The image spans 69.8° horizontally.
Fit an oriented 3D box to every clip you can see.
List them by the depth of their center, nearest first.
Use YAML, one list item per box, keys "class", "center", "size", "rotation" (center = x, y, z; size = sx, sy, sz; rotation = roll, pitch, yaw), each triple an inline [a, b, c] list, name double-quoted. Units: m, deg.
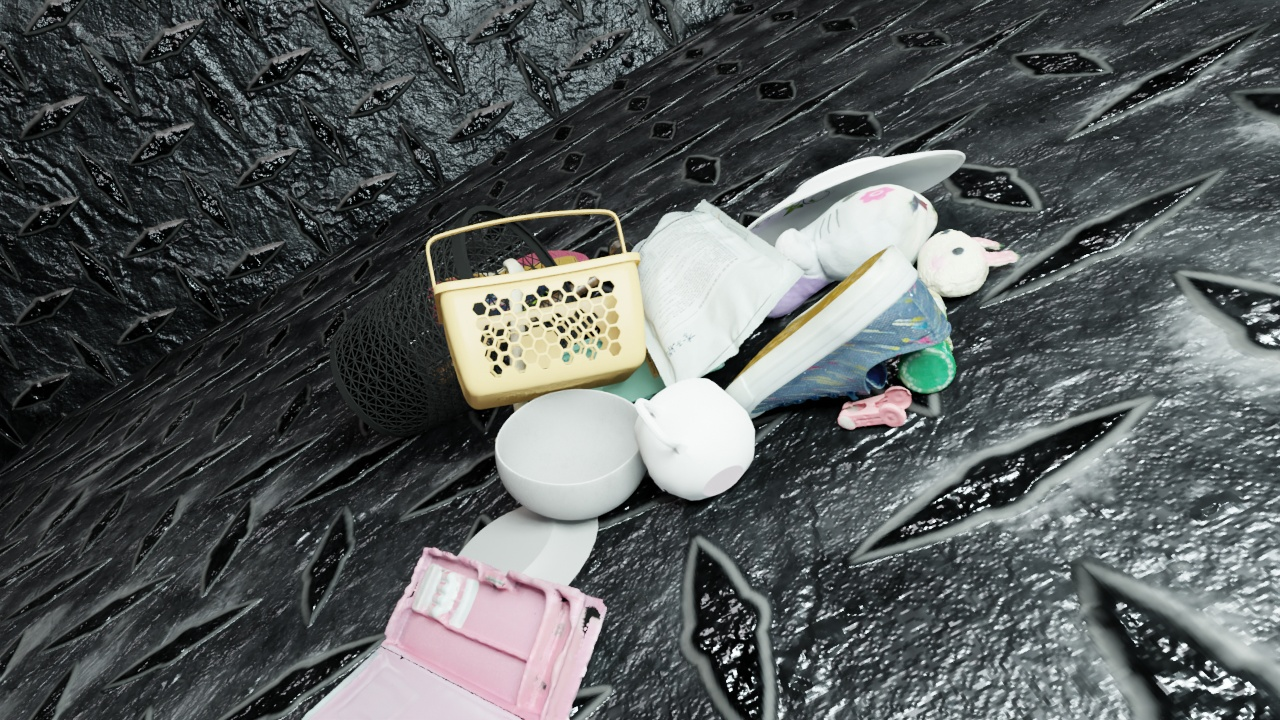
- class: "clip"
  center: [0.176, 0.041, 0.694]
  size: [0.058, 0.022, 0.035]
  rotation: [-19, 29, 39]

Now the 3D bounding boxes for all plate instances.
- class: "plate"
  center: [-0.117, 0.171, 0.798]
  size: [0.173, 0.019, 0.172]
  rotation: [-26, 24, 13]
- class: "plate"
  center: [0.201, -0.168, 0.908]
  size: [0.229, 0.030, 0.229]
  rotation: [-18, -6, -2]

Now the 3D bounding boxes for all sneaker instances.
- class: "sneaker"
  center: [0.142, 0.003, 0.707]
  size: [0.087, 0.079, 0.236]
  rotation: [-44, -1, -33]
- class: "sneaker"
  center: [-0.187, -0.097, 1.348]
  size: [0.241, 0.091, 0.116]
  rotation: [-16, 27, -12]

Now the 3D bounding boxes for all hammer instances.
- class: "hammer"
  center: [-0.141, -0.061, 1.264]
  size: [0.330, 0.033, 0.120]
  rotation: [-33, 25, -1]

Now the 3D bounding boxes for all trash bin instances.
- class: "trash bin"
  center: [-0.230, -0.030, 1.113]
  size: [0.244, 0.217, 0.216]
  rotation: [-29, 23, 22]

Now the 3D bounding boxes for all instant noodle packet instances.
- class: "instant noodle packet"
  center: [0.052, -0.067, 0.845]
  size: [0.147, 0.057, 0.269]
  rotation: [-48, 26, 10]

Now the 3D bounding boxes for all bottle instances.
- class: "bottle"
  center: [0.223, -0.019, 0.725]
  size: [0.043, 0.043, 0.109]
  rotation: [-21, 25, 25]

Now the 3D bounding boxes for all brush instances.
- class: "brush"
  center: [-0.119, 0.006, 0.937]
  size: [0.077, 0.062, 0.271]
  rotation: [-10, 59, -5]

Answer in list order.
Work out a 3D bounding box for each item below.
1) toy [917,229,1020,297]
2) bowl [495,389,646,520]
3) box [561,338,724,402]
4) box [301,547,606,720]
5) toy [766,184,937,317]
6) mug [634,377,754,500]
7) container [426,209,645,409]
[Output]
- class: "toy"
  center: [0.265, -0.080, 0.790]
  size: [0.112, 0.050, 0.087]
  rotation: [-19, 26, 16]
- class: "bowl"
  center: [-0.057, 0.089, 0.805]
  size: [0.132, 0.064, 0.131]
  rotation: [-4, 35, 2]
- class: "box"
  center: [-0.007, 0.008, 0.926]
  size: [0.189, 0.077, 0.079]
  rotation: [-20, 43, 25]
- class: "box"
  center: [-0.137, 0.231, 0.675]
  size: [0.233, 0.055, 0.179]
  rotation: [1, 50, 50]
- class: "toy"
  center: [0.179, -0.101, 0.871]
  size: [0.210, 0.085, 0.137]
  rotation: [-22, -2, 38]
- class: "mug"
  center: [0.037, 0.061, 0.706]
  size: [0.090, 0.123, 0.076]
  rotation: [-43, 57, 13]
- class: "container"
  center: [-0.095, -0.054, 0.850]
  size: [0.183, 0.167, 0.129]
  rotation: [-11, -9, -12]
